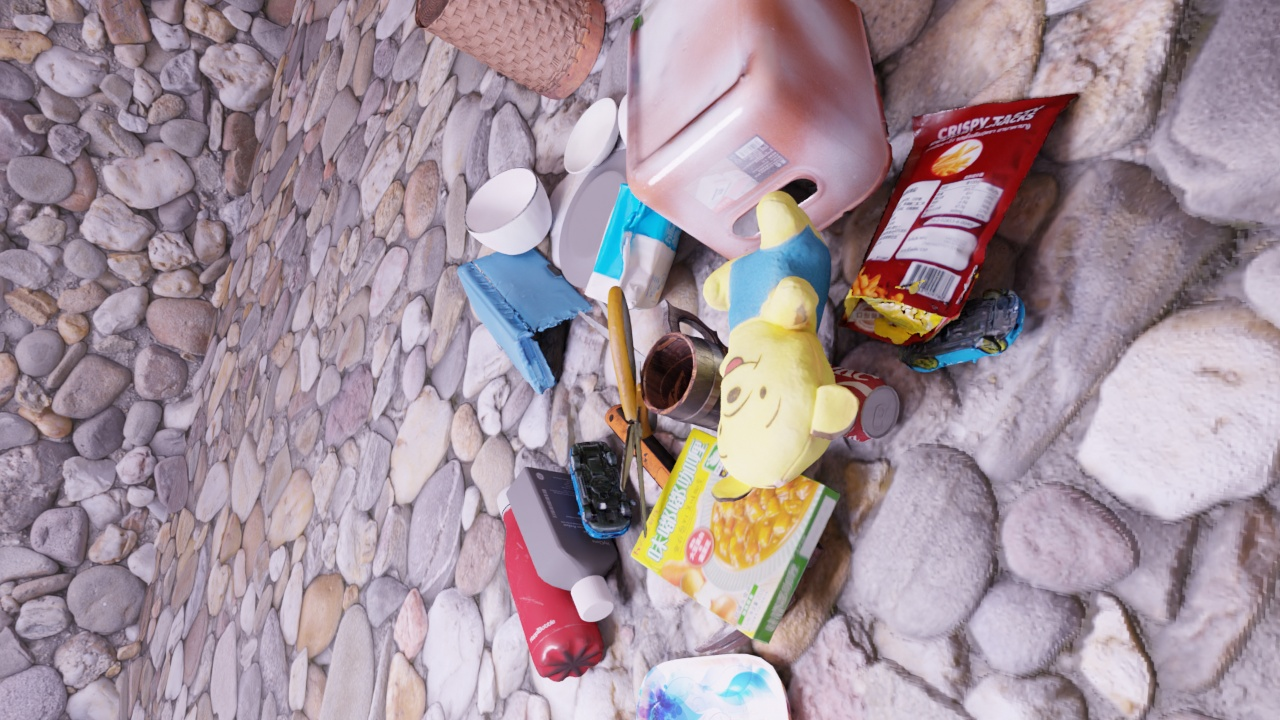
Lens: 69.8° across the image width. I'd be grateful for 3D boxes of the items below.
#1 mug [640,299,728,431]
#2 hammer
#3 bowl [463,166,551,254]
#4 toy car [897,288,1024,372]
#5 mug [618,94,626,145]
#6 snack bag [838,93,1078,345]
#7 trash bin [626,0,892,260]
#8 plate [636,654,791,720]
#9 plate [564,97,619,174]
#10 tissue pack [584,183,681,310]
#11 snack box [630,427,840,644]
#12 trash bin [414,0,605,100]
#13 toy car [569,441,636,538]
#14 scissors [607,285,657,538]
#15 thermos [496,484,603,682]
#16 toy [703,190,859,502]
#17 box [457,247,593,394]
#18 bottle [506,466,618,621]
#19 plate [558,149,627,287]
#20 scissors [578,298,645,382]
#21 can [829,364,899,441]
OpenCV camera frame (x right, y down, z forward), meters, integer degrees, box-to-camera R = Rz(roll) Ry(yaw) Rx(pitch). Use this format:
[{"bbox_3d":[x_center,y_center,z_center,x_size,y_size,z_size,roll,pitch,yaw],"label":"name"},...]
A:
[{"bbox_3d":[0.062,0.008,0.834,0.080,0.107,0.115,-35,51,40],"label":"mug"},{"bbox_3d":[0.037,0.139,0.872,0.138,0.035,0.314,-56,38,9],"label":"hammer"},{"bbox_3d":[-0.168,-0.191,1.212,0.116,0.066,0.116,-18,48,21],"label":"bowl"},{"bbox_3d":[0.239,-0.018,0.678,0.106,0.032,0.048,-23,43,53],"label":"toy car"},{"bbox_3d":[0.043,-0.276,1.003,0.088,0.081,0.114,-3,43,45],"label":"mug"},{"bbox_3d":[0.228,-0.116,0.694,0.139,0.066,0.207,1,62,57],"label":"snack bag"},{"bbox_3d":[0.092,-0.241,0.823,0.182,0.157,0.259,-32,43,39],"label":"trash bin"},{"bbox_3d":[0.063,0.350,0.779,0.187,0.016,0.186,-25,58,45],"label":"plate"},{"bbox_3d":[-0.055,-0.276,1.151,0.105,0.026,0.104,-31,47,40],"label":"plate"},{"bbox_3d":[-0.003,-0.110,0.920,0.209,0.066,0.117,-42,-29,-83],"label":"tissue pack"},{"bbox_3d":[0.074,0.141,0.775,0.168,0.027,0.132,20,83,53],"label":"snack box"},{"bbox_3d":[-0.172,-0.459,1.223,0.152,0.209,0.151,-22,60,45],"label":"trash bin"},{"bbox_3d":[-0.043,0.138,0.967,0.120,0.056,0.044,-111,25,-45],"label":"toy car"},{"bbox_3d":[-0.007,0.039,0.829,0.224,0.016,0.229,-74,-24,-68],"label":"scissors"},{"bbox_3d":[-0.109,0.228,0.997,0.073,0.073,0.239,-54,41,24],"label":"thermos"},{"bbox_3d":[0.107,-0.004,0.712,0.149,0.084,0.213,127,145,-58],"label":"toy"},{"bbox_3d":[-0.141,-0.065,1.182,0.112,0.094,0.231,-28,37,-14],"label":"box"},{"bbox_3d":[-0.073,0.192,0.958,0.046,0.083,0.173,-54,42,23],"label":"bottle"},{"bbox_3d":[-0.049,-0.174,1.114,0.179,0.012,0.178,-26,55,43],"label":"plate"},{"bbox_3d":[0.000,-0.010,0.943,0.147,0.014,0.141,-5,107,43],"label":"scissors"},{"bbox_3d":[0.159,0.032,0.748,0.097,0.054,0.054,18,91,53],"label":"can"}]
